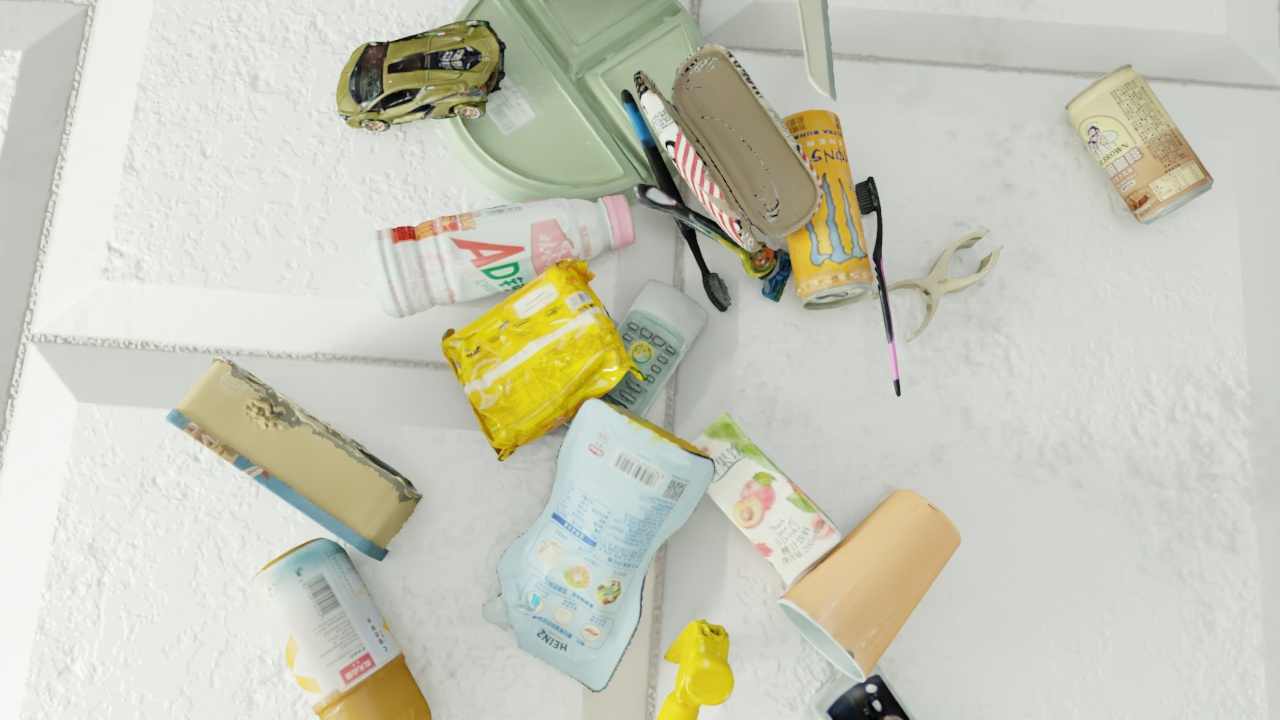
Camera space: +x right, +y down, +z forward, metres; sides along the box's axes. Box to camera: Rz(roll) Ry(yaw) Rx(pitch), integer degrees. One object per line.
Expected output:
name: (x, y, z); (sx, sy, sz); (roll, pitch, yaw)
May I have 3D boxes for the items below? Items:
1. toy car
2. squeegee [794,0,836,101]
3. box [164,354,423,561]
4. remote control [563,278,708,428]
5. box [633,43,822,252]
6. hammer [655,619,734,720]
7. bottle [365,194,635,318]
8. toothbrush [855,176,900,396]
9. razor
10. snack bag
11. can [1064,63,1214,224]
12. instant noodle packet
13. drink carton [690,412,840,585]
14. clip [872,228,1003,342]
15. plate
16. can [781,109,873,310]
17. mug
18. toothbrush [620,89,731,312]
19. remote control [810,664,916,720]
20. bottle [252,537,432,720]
toy car: (-0.175, -0.220, 0.714); (0.158, 0.042, 0.070); (-5, 79, 22)
squeegee: (0.025, -0.299, 0.708); (0.246, 0.039, 0.245); (4, 54, 3)
box: (-0.235, 0.074, 0.649); (0.184, 0.090, 0.062); (34, 74, 7)
remote control: (-0.004, 0.004, 0.701); (0.056, 0.019, 0.135); (33, 80, 5)
box: (0.065, -0.162, 0.678); (0.086, 0.075, 0.162); (-36, 76, 9)
hammer: (-0.005, 0.313, 0.605); (0.033, 0.129, 0.300); (21, 90, 2)
bottle: (-0.103, -0.085, 0.697); (0.197, 0.068, 0.068); (-14, 79, -8)
toothbrush: (0.182, -0.060, 0.702); (0.018, 0.014, 0.189); (-13, 64, 26)
razor: (0.058, -0.098, 0.701); (0.142, 0.022, 0.042); (29, 71, -13)
snack bag: (-0.033, 0.131, 0.654); (0.110, 0.039, 0.191); (27, 96, -4)
can: (0.391, -0.169, 0.723); (0.058, 0.058, 0.116); (-27, 81, -6)
instant noodle packet: (-0.072, -0.003, 0.677); (0.128, 0.044, 0.110); (-31, 76, 4)
drink carton: (0.086, 0.098, 0.671); (0.053, 0.045, 0.122); (-43, 80, 4)
clip: (0.234, -0.061, 0.713); (0.100, 0.035, 0.072); (-36, 82, -3)
plate: (-0.054, -0.229, 0.743); (0.230, 0.027, 0.230); (0, 78, 0)
can: (0.138, -0.116, 0.708); (0.058, 0.058, 0.146); (-9, 79, -3)
mug: (0.166, 0.154, 0.651); (0.078, 0.078, 0.122); (44, 76, 7)
toothbrush: (0.027, -0.124, 0.712); (0.014, 0.016, 0.189); (-25, 92, -13)
remote control: (0.184, 0.288, 0.648); (0.058, 0.021, 0.150); (-34, 82, -7)
bottle: (-0.197, 0.216, 0.632); (0.068, 0.068, 0.189); (-31, 81, -7)
